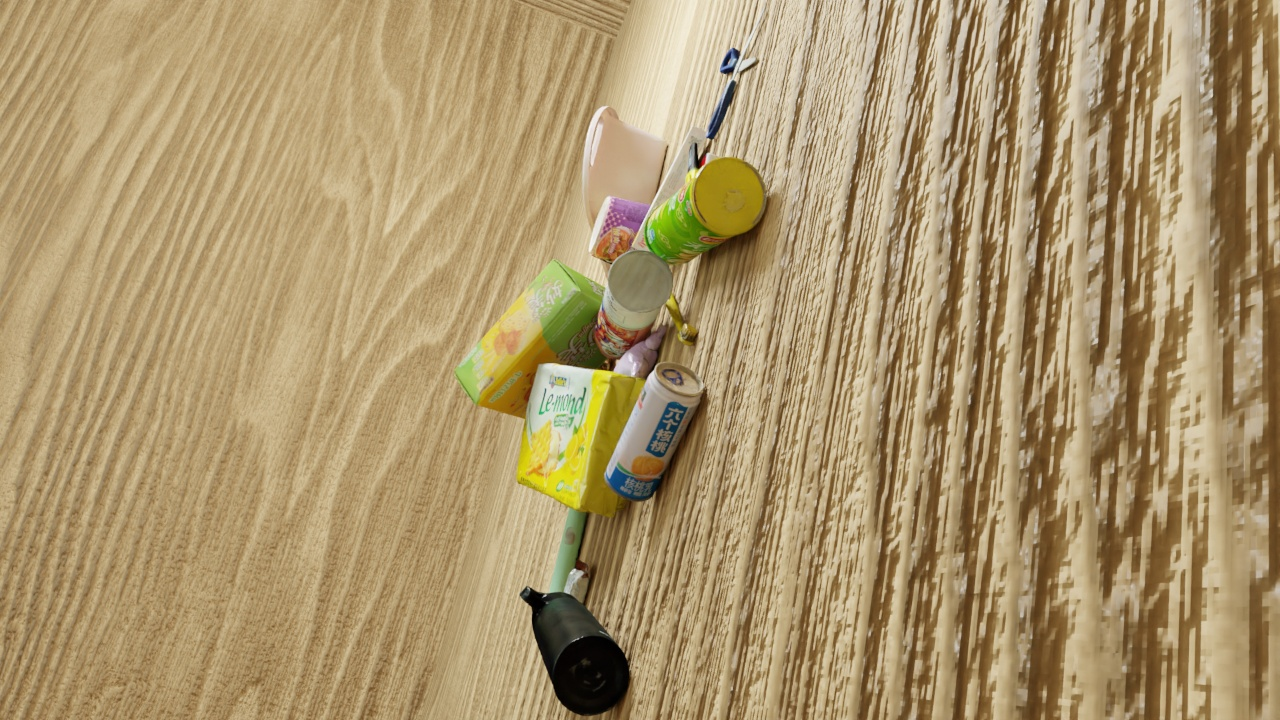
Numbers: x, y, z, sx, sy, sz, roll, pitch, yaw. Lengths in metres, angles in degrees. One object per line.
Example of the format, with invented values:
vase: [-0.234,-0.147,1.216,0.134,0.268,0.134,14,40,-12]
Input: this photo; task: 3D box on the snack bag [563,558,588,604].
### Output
snack bag: [-0.080,0.284,1.066,0.048,0.026,0.104,172,116,-71]

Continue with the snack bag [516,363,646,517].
snack bag: [-0.072,0.089,1.084,0.247,0.068,0.158,7,83,62]

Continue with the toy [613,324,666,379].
toy: [-0.007,0.006,1.103,0.083,0.039,0.108,-58,2,-28]

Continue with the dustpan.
dustpan: [-0.054,-0.286,1.528,0.274,0.138,0.222,128,156,-60]

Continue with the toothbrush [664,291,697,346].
toothbrush: [0.041,-0.053,1.016,0.190,0.015,0.017,-105,38,-71]

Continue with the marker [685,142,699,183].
marker: [0.061,-0.227,1.084,0.018,0.015,0.123,-55,18,35]

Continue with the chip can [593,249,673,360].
chip can: [-0.013,-0.060,1.086,0.215,0.071,0.071,117,168,-74]

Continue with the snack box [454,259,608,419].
snack box: [-0.124,-0.018,1.234,0.210,0.157,0.070,-46,59,12]

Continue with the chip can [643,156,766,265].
chip can: [0.058,-0.144,0.926,0.221,0.072,0.072,171,116,-79]

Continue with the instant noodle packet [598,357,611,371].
instant noodle packet: [-0.070,0.018,1.385,0.128,0.044,0.111,-89,18,-63]

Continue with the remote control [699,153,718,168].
remote control: [0.062,-0.194,1.123,0.136,0.020,0.055,126,158,-58]

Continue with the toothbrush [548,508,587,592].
toothbrush: [-0.086,0.218,1.202,0.027,0.026,0.224,81,-160,-63]

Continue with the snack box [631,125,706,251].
snack box: [0.039,-0.218,1.173,0.156,0.027,0.085,-64,3,-28]

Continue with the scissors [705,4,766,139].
scissors: [0.115,-0.350,1.125,0.173,0.012,0.162,-121,51,-74]

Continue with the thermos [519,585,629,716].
thermos: [-0.077,0.272,0.902,0.068,0.090,0.243,-53,8,-11]

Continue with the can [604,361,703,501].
can: [0.012,0.068,0.869,0.053,0.053,0.135,-90,20,-57]

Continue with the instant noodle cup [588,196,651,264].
instant noodle cup: [-0.012,-0.168,1.245,0.111,0.099,0.111,-165,91,-79]
